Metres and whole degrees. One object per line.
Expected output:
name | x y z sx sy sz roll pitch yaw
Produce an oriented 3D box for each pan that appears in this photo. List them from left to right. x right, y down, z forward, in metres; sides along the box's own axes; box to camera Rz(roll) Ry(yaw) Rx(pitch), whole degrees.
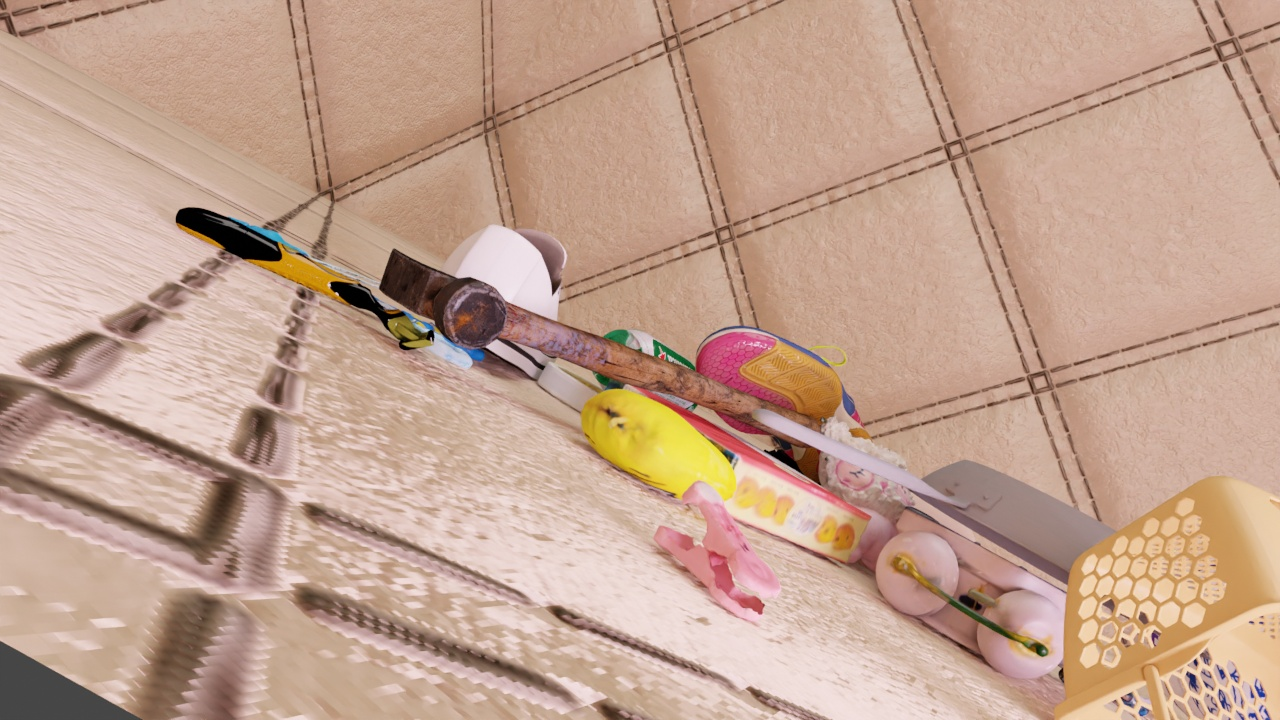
pan | 0.209 0.090 0.562 0.356 0.051 0.201 31 -1 -27

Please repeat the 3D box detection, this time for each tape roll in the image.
tape roll | -0.035 0.031 0.710 0.094 0.019 0.094 29 1 -1

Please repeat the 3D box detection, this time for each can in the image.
can | 0.007 0.012 0.696 0.053 0.053 0.101 30 0 34

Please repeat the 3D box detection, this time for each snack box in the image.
snack box | 0.059 0.072 0.619 0.142 0.040 0.145 28 1 -38

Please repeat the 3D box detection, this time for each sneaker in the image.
sneaker | -0.096 -0.051 0.698 0.091 0.097 0.245 30 -4 6
sneaker | 0.107 0.023 0.740 0.241 0.116 0.091 40 26 -48

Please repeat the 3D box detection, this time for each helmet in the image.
helmet | 0.576 0.250 0.729 0.235 0.231 0.315 -7 14 -27

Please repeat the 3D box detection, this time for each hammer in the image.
hammer | -0.003 0.003 0.576 0.330 0.033 0.120 21 5 -39

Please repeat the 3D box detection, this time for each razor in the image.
razor | -0.175 -0.043 0.486 0.144 0.021 0.044 27 1 -13
razor | 0.343 0.242 0.684 0.141 0.018 0.044 29 1 -44

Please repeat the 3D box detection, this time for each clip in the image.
clip | 0.029 0.063 0.323 0.023 0.045 0.060 24 -10 -37

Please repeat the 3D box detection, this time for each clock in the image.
clock | 0.203 0.143 0.563 0.117 0.059 0.158 28 0 20

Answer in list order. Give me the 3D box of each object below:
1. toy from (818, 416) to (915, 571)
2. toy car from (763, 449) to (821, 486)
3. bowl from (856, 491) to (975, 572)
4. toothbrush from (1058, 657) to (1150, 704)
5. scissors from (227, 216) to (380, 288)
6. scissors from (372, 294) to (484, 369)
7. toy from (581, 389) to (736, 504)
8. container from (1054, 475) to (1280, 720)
toy | 0.165 0.100 0.667 0.095 0.108 0.041 24 -34 -22
toy car | 0.136 0.114 0.817 0.091 0.042 0.036 29 23 -14
bowl | 0.213 0.136 0.752 0.153 0.076 0.153 29 1 -1
toothbrush | 0.350 0.244 0.777 0.188 0.018 0.019 29 2 20
scissors | -0.201 -0.060 0.541 0.129 0.014 0.119 24 2 3
scissors | -0.140 -0.020 0.576 0.130 0.013 0.125 26 -3 45
toy | 0.010 0.047 0.496 0.095 0.041 0.094 29 -5 40
container | 0.300 0.164 0.410 0.183 0.130 0.166 29 41 -9
